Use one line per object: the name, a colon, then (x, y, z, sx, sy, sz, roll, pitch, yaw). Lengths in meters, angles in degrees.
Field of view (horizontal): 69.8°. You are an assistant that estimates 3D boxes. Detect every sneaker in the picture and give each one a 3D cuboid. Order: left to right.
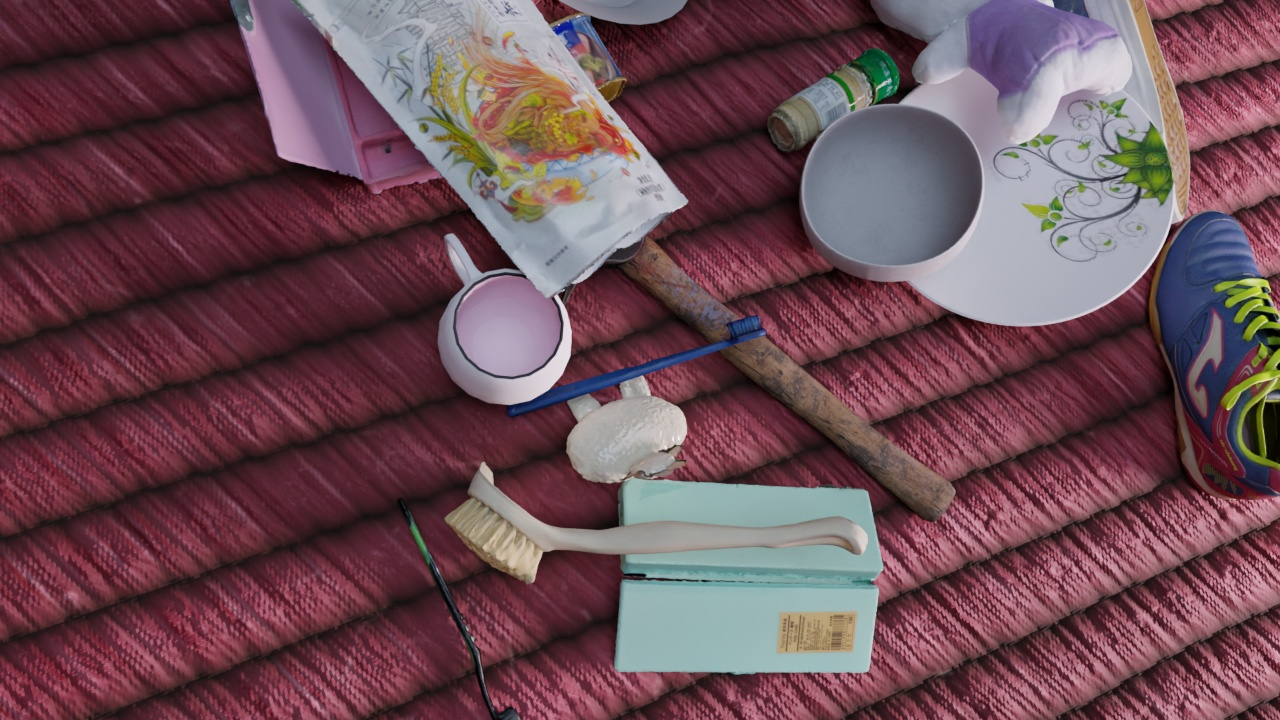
sneaker: (0.392, -0.222, 0.766, 0.087, 0.079, 0.235, -32, 104, -46)
sneaker: (0.486, -0.011, 0.730, 0.116, 0.091, 0.241, 1, 78, -9)

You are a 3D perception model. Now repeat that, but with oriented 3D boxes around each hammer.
hammer: (0.093, 0.014, 0.681, 0.330, 0.033, 0.120, 39, 79, -2)

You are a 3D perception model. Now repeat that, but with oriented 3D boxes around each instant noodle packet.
instant noodle packet: (-0.095, -0.180, 0.610, 0.146, 0.057, 0.269, -39, 91, -26)

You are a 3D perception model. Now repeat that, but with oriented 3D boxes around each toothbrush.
toothbrush: (-0.119, 0.176, 0.614, 0.017, 0.014, 0.188, -24, 85, -28)
toothbrush: (-0.004, 0.004, 0.646, 0.190, 0.016, 0.017, -18, 88, -1)

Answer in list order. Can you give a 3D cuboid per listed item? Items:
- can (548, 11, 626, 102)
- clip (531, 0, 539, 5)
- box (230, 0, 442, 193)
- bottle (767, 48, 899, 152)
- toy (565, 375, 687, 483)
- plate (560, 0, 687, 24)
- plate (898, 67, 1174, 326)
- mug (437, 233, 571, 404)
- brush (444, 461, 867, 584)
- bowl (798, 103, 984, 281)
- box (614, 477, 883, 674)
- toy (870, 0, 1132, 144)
can: (-0.067, -0.205, 0.677, 0.099, 0.054, 0.059, -30, 89, -14)
clip: (-0.090, -0.292, 0.707, 0.041, 0.023, 0.059, 43, 69, 4)
box: (-0.213, -0.235, 0.646, 0.172, 0.075, 0.233, -10, 80, -41)
bottle: (0.152, -0.205, 0.727, 0.109, 0.043, 0.042, -33, 87, -14)
toy: (-0.008, 0.054, 0.636, 0.087, 0.050, 0.112, -22, 50, -19)
plate: (-0.041, -0.317, 0.701, 0.172, 0.019, 0.172, 13, 59, -22)
plate: (0.296, -0.134, 0.731, 0.229, 0.030, 0.229, -2, 76, 9)
mug: (-0.100, -0.030, 0.624, 0.090, 0.076, 0.124, -30, 86, -15)
brush: (0.006, 0.110, 0.590, 0.272, 0.062, 0.077, 2, 76, 10)
bowl: (0.188, -0.121, 0.696, 0.132, 0.064, 0.131, -3, 76, 11)
box: (0.076, 0.152, 0.643, 0.187, 0.056, 0.138, 2, 72, -10)
toy: (0.270, -0.269, 0.714, 0.137, 0.085, 0.209, -29, 63, -6)
